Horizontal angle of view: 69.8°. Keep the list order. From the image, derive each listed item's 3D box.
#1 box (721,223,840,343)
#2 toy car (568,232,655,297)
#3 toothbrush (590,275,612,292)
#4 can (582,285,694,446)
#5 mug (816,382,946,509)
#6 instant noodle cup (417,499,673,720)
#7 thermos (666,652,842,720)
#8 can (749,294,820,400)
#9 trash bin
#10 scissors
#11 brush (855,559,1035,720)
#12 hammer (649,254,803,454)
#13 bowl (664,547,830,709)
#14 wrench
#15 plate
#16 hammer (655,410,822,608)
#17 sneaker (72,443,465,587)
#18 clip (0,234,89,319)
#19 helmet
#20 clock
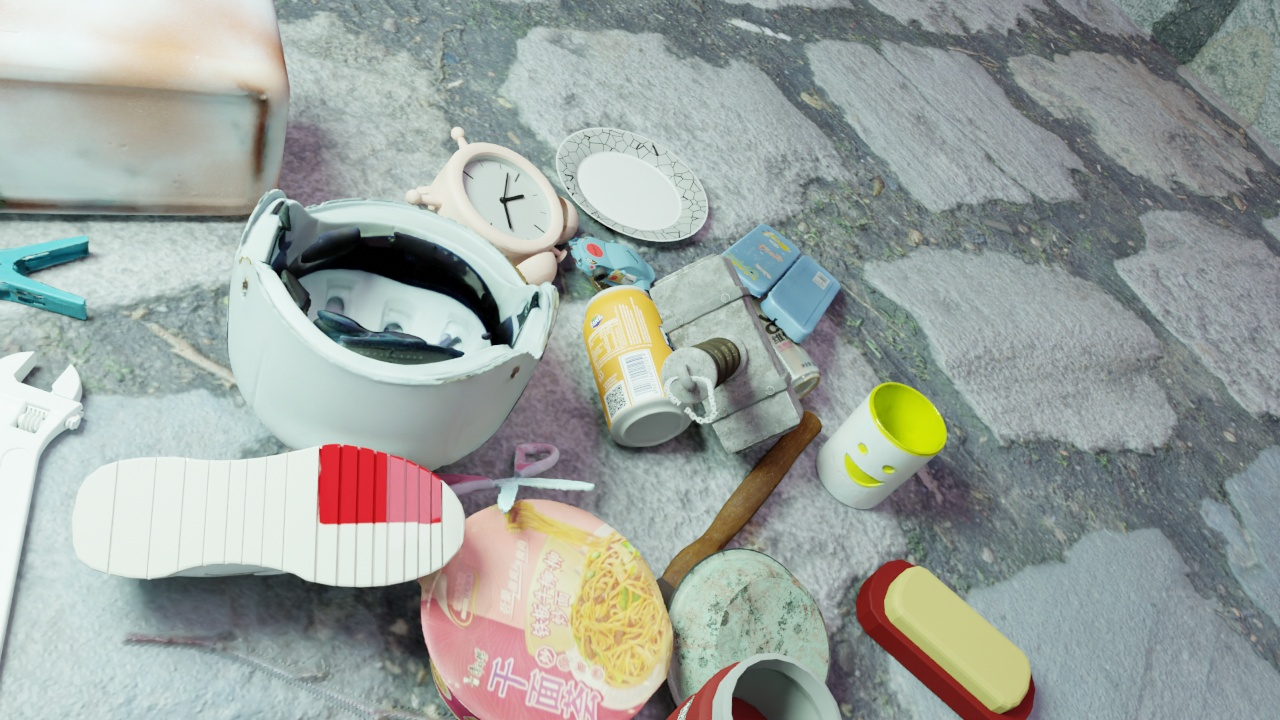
[{"bbox_3d":[0.157,-0.095,1.015,0.125,0.021,0.208,44,28,2],"label":"box"},{"bbox_3d":[-0.023,-0.102,0.947,0.107,0.028,0.060,18,42,-44],"label":"toy car"},{"bbox_3d":[0.002,-0.031,0.935,0.016,0.016,0.167,-24,67,-41],"label":"toothbrush"},{"bbox_3d":[-0.005,0.005,0.856,0.079,0.079,0.142,2,52,-26],"label":"can"},{"bbox_3d":[0.232,0.084,0.890,0.082,0.106,0.082,14,48,-16],"label":"mug"},{"bbox_3d":[-0.076,0.196,0.659,0.178,0.078,0.178,15,46,-17],"label":"instant noodle cup"},{"bbox_3d":[0.053,0.267,0.577,0.108,0.199,0.083,44,47,12],"label":"thermos"},{"bbox_3d":[0.133,-0.021,0.966,0.054,0.054,0.135,-13,60,-35],"label":"can"},{"bbox_3d":[-0.438,-0.228,0.765,0.259,0.182,0.157,-3,56,-30],"label":"trash bin"},{"bbox_3d":[-0.104,0.090,0.722,0.171,0.014,0.172,-3,10,24],"label":"scissors"},{"bbox_3d":[0.276,0.250,0.817,0.173,0.042,0.082,41,46,10],"label":"brush"},{"bbox_3d":[0.058,0.001,0.746,0.177,0.079,0.325,64,13,1],"label":"hammer"},{"bbox_3d":[0.092,0.223,0.708,0.157,0.039,0.157,10,70,-29],"label":"bowl"},{"bbox_3d":[-0.419,0.107,0.602,0.066,0.018,0.272,5,52,-23],"label":"wrench"},{"bbox_3d":[-0.011,-0.203,1.074,0.188,0.016,0.188,14,48,-16],"label":"plate"},{"bbox_3d":[0.087,0.139,0.824,0.115,0.033,0.321,39,45,10],"label":"hammer"},{"bbox_3d":[-0.238,0.111,0.622,0.236,0.104,0.090,-1,75,-9],"label":"sneaker"},{"bbox_3d":[-0.490,-0.058,0.702,0.120,0.027,0.103,2,49,-26],"label":"clip"},{"bbox_3d":[-0.198,-0.014,0.713,0.236,0.164,0.263,17,28,-17],"label":"helmet"},{"bbox_3d":[-0.147,-0.144,0.924,0.160,0.086,0.130,31,44,-13],"label":"clock"}]
